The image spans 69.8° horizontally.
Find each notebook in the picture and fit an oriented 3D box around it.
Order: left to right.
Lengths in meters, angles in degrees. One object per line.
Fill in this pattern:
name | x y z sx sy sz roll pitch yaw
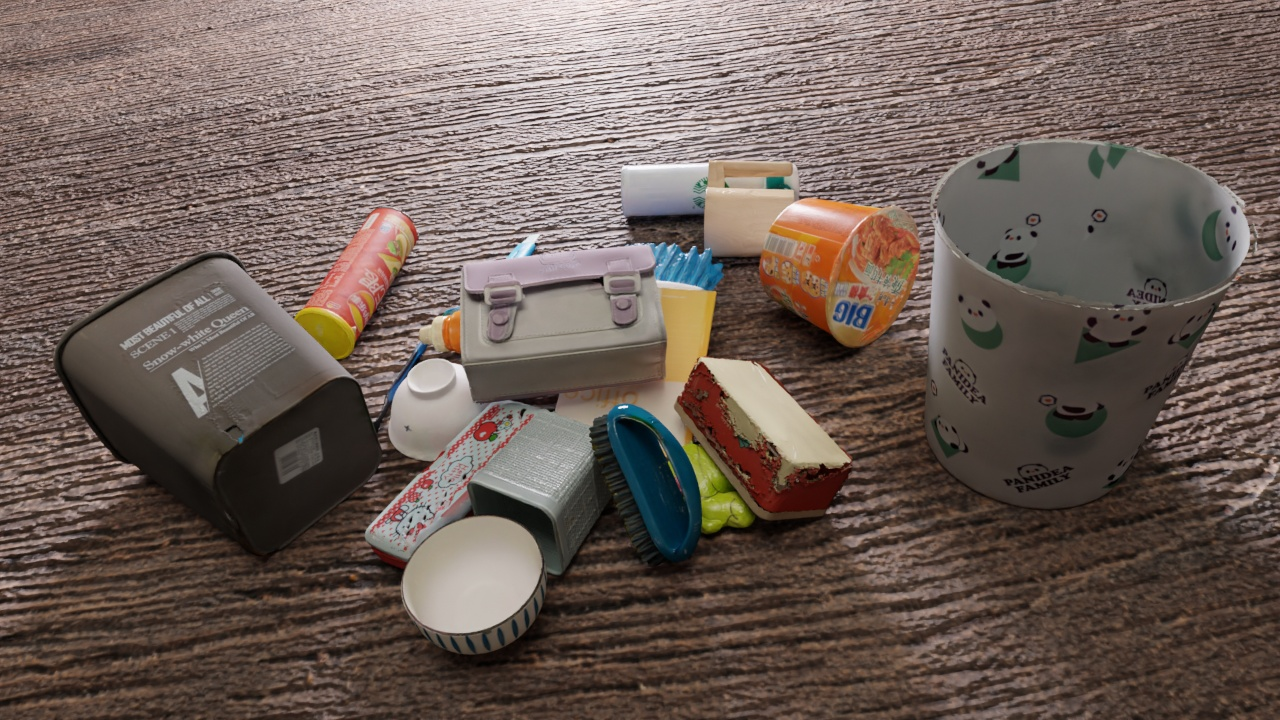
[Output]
notebook | -0.006 0.006 0.946 0.146 0.010 0.205 5 57 11

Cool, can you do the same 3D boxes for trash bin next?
trash bin | -0.383 0.045 0.869 0.220 0.199 0.198 31 54 27
trash bin | 0.350 -0.022 0.783 0.229 0.252 0.229 -4 42 3

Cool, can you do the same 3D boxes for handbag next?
handbag | -0.078 -0.045 0.918 0.197 0.099 0.144 -7 51 -5

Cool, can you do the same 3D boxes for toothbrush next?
toothbrush | -0.264 0.025 0.998 0.016 0.014 0.189 -15 35 29

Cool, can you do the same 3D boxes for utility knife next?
utility knife | -0.151 -0.121 1.112 0.034 0.018 0.185 -13 24 16

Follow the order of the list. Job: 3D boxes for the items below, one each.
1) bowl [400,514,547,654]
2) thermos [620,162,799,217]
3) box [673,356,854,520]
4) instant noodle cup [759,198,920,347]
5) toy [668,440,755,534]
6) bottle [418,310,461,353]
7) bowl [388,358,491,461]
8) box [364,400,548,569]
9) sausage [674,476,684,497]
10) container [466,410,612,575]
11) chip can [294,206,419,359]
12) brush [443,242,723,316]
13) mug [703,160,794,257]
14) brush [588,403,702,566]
bowl | -0.131 0.192 0.755 0.116 0.066 0.116 -5 42 4
thermos | 0.089 -0.219 1.173 0.224 0.073 0.073 -1 43 7
box | 0.110 0.060 0.835 0.091 0.077 0.168 3 33 -35
instant noodle cup | 0.207 -0.102 0.978 0.151 0.151 0.111 -34 40 -26
toy | 0.063 0.115 0.839 0.097 0.031 0.100 -10 47 0
bottle | -0.175 -0.033 1.016 0.150 0.067 0.066 -4 42 14
bowl | -0.206 0.038 0.937 0.118 0.065 0.118 -4 42 3
box | -0.163 0.109 0.853 0.087 0.047 0.200 6 41 38
sausage | -0.014 0.094 0.854 0.156 0.020 0.020 25 51 36
container | -0.081 0.114 0.821 0.090 0.090 0.111 17 44 24
chip can | -0.336 -0.098 1.098 0.073 0.073 0.216 3 43 11
brush | -0.067 -0.080 1.059 0.315 0.061 0.109 2 47 14
mug | 0.131 -0.183 1.103 0.103 0.084 0.124 2 72 7
brush | 0.012 0.102 0.782 0.074 0.144 0.055 -26 -4 35
